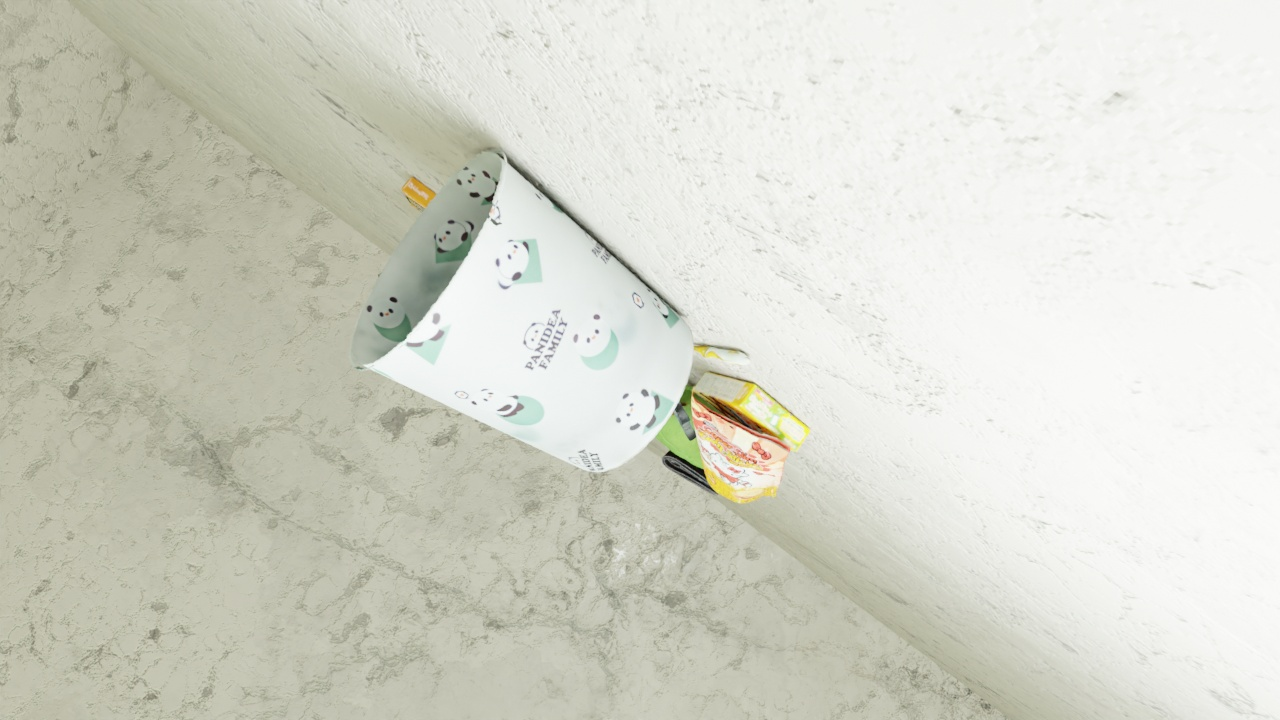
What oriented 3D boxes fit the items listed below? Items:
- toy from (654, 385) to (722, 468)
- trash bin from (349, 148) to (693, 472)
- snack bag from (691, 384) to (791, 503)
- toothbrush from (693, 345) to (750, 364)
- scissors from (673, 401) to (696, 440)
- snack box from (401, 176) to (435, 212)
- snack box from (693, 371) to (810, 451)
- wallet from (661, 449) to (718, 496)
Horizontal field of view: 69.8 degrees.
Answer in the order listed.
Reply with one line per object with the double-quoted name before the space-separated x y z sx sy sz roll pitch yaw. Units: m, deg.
"toy" 0.078 0.093 1.261 0.246 0.090 0.227 37 163 -35
"trash bin" -0.100 -0.031 0.864 0.252 0.229 0.230 34 175 -28
"snack bag" 0.113 0.103 1.060 0.128 0.073 0.208 35 165 19
"toothbrush" 0.069 -0.005 0.953 0.016 0.018 0.191 37 173 -18
"scissors" 0.024 0.024 1.108 0.174 0.014 0.159 61 178 -20
"snack box" -0.266 -0.197 1.305 0.154 0.026 0.075 36 172 4
"snack box" 0.123 0.056 1.036 0.087 0.033 0.140 39 171 -18
"wallet" 0.091 0.150 1.351 0.096 0.020 0.122 32 -158 11
